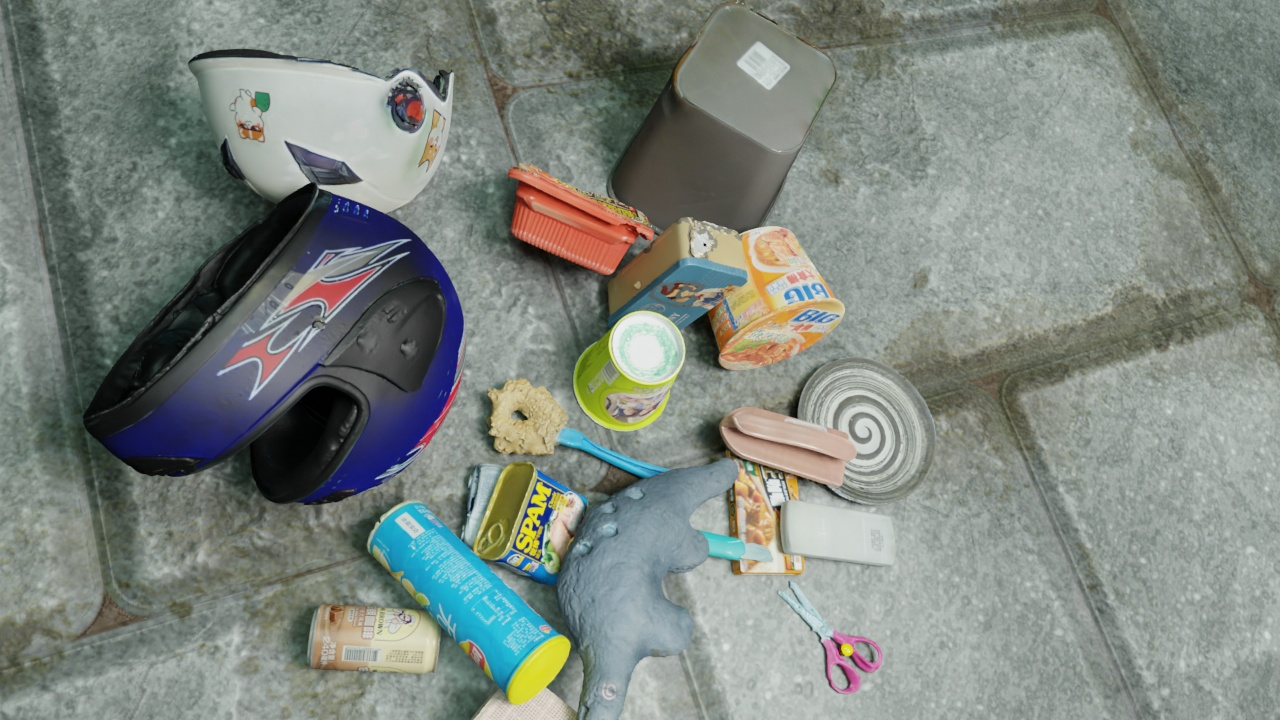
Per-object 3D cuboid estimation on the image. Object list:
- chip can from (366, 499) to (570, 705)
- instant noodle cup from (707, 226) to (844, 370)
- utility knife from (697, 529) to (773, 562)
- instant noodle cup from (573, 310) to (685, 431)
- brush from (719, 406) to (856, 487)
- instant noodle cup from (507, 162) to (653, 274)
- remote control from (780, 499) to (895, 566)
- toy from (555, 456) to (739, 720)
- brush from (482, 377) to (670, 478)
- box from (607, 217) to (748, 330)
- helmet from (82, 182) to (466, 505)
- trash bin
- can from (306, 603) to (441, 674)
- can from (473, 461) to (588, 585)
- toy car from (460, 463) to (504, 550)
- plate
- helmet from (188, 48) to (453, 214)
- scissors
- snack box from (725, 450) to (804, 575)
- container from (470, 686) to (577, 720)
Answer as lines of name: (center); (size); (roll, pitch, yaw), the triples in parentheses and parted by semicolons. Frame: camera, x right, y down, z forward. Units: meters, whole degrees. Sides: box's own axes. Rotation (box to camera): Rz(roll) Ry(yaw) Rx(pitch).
chip can: (-0.161, 0.217, 0.844); (0.210, 0.071, 0.071); (35, 63, 28)
instant noodle cup: (0.139, -0.073, 1.038); (0.151, 0.152, 0.111); (-13, 67, -19)
utility knife: (0.052, 0.192, 0.972); (0.182, 0.013, 0.029); (11, 67, 1)
instant noodle cup: (-0.006, 0.006, 0.976); (0.111, 0.124, 0.111); (5, 69, -14)
brush: (0.155, 0.087, 0.989); (0.145, 0.073, 0.063); (18, 67, -9)
instant noodle cup: (-0.071, -0.152, 1.006); (0.164, 0.188, 0.079); (23, 98, -5)
remote control: (0.218, 0.191, 1.010); (0.150, 0.021, 0.058); (13, 65, -26)
toy: (-0.007, 0.208, 0.888); (0.138, 0.092, 0.355); (32, 52, -8)
brush: (-0.051, 0.094, 0.984); (0.254, 0.046, 0.083); (23, 62, -10)
box: (0.032, -0.082, 0.995); (0.089, 0.185, 0.061); (9, 62, -28)
helmet: (-0.293, 0.011, 0.827); (0.240, 0.248, 0.314); (49, 49, -29)
trash bin: (0.097, -0.261, 1.049); (0.199, 0.220, 0.198); (30, 65, -1)
can: (-0.247, 0.260, 0.856); (0.116, 0.059, 0.058); (7, 69, -13)
can: (-0.106, 0.164, 0.913); (0.083, 0.057, 0.102); (35, 62, -36)
toy car: (-0.157, 0.149, 0.935); (0.043, 0.034, 0.090); (11, 70, -15)
plate: (0.262, 0.083, 1.077); (0.179, 0.024, 0.179); (6, 68, -14)
helmet: (-0.310, -0.219, 0.923); (0.230, 0.273, 0.157); (5, 104, 14)
scissors: (0.193, 0.299, 0.988); (0.137, 0.017, 0.073); (40, 75, 6)
snack box: (0.136, 0.159, 1.014); (0.075, 0.026, 0.153); (3, 70, -15)
container: (-0.103, 0.354, 0.839); (0.111, 0.090, 0.090); (41, 49, 4)
